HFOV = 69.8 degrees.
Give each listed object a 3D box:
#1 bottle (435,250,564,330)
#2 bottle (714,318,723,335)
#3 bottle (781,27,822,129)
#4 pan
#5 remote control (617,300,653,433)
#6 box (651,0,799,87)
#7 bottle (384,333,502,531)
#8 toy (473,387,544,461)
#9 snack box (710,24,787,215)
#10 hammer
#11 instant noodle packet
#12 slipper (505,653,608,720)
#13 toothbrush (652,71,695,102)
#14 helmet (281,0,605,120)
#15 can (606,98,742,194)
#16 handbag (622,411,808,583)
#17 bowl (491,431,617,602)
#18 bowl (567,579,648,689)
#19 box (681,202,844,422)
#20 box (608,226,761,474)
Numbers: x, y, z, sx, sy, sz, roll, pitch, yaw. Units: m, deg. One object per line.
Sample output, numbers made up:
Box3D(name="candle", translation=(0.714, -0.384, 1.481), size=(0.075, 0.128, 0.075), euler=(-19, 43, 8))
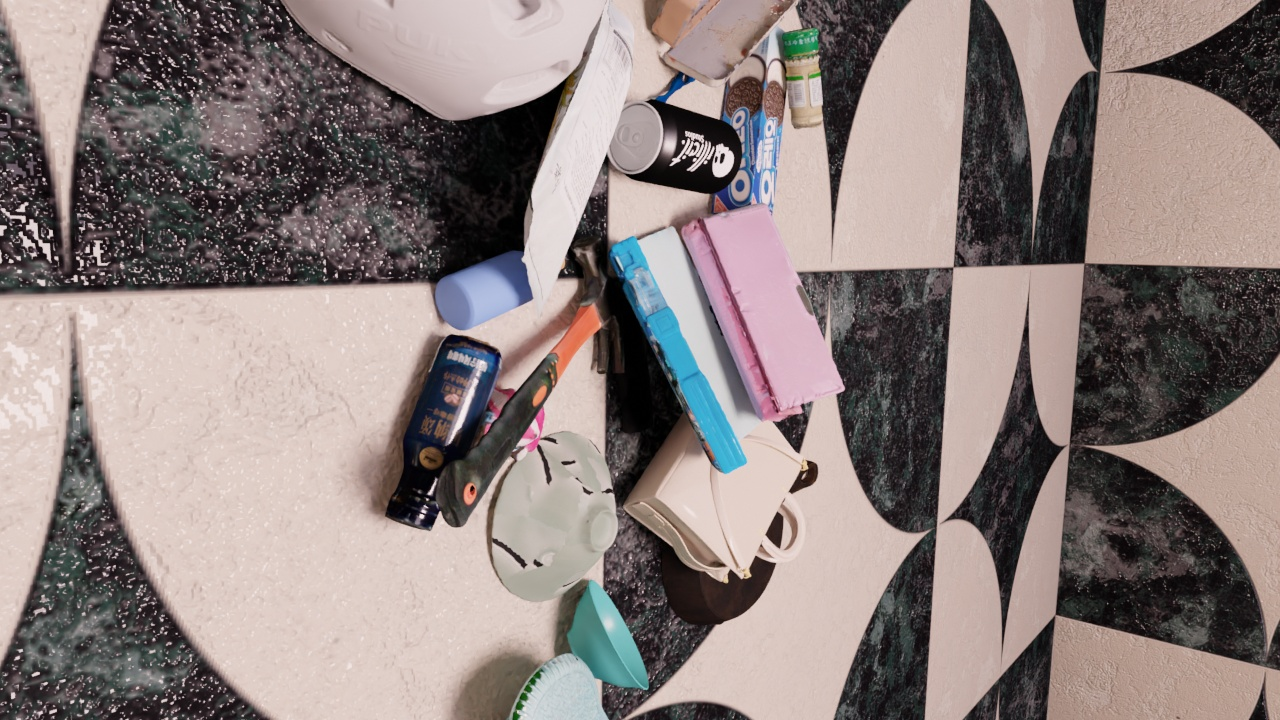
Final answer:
Box3D(name="bottle", translation=(-0.115, -0.069, 0.800), size=(0.130, 0.048, 0.048), euler=(-31, 119, -45))
Box3D(name="bottle", translation=(0.115, -0.041, 1.088), size=(0.060, 0.060, 0.108), euler=(17, 82, -52))
Box3D(name="bottle", translation=(0.189, -0.325, 1.059), size=(0.042, 0.043, 0.110), euler=(-33, 121, -45))
Box3D(name="pan", translation=(0.152, 0.203, 1.186), size=(0.354, 0.043, 0.249), euler=(-22, 113, -48))
Box3D(name="remote control", translation=(-0.006, 0.006, 0.974), size=(0.045, 0.021, 0.140), euler=(-23, 112, -50))
Box3D(name="box", translation=(0.098, -0.402, 0.983), size=(0.215, 0.095, 0.108), euler=(-53, 158, -32))
Box3D(name="bottle", translation=(-0.163, 0.058, 0.753), size=(0.056, 0.056, 0.160), euler=(34, 70, -49))
Box3D(name="toy", translation=(-0.111, 0.057, 0.829), size=(0.102, 0.050, 0.065), euler=(22, 73, -56))
Box3D(name="snack box", translation=(0.131, -0.276, 1.071), size=(0.059, 0.059, 0.226), euler=(10, 88, -53))
Box3D(name="hammer", translation=(-0.087, 0.020, 0.797), size=(0.332, 0.033, 0.133), euler=(-57, 139, -52))
Box3D(name="instant noodle packet", translation=(-0.060, -0.184, 0.794), size=(0.147, 0.057, 0.268), euler=(90, 14, -59))
Box3D(name="slipper", translation=(-0.084, 0.363, 0.897), size=(0.115, 0.069, 0.276), euler=(-58, 150, -30))
Box3D(name="toothbrush", translation=(0.044, -0.302, 0.995), size=(0.132, 0.016, 0.021), euler=(-49, 132, -39))
Box3D(name="helmet", translation=(-0.151, -0.317, 0.678), size=(0.282, 0.184, 0.223), euler=(32, 65, -28))
Box3D(name="can", translation=(0.037, -0.218, 0.944), size=(0.145, 0.080, 0.080), euler=(-3, 98, -52))
Box3D(name="handbag", translation=(0.108, 0.154, 1.029), size=(0.198, 0.101, 0.194), euler=(43, 58, -11))
Box3D(name="bowl", translation=(-0.061, 0.158, 0.890), size=(0.173, 0.068, 0.174), euler=(-14, 107, -52))
Box3D(name="bowl", translation=(-0.041, 0.288, 0.932), size=(0.046, 0.121, 0.121), euler=(-30, 128, 0))
Box3D(name="box", translation=(0.138, -0.056, 0.994), size=(0.099, 0.099, 0.232), euler=(11, 56, -66))
Box3D(name="box", translation=(0.044, -0.014, 0.943), size=(0.243, 0.064, 0.174), euler=(63, 20, -5))
